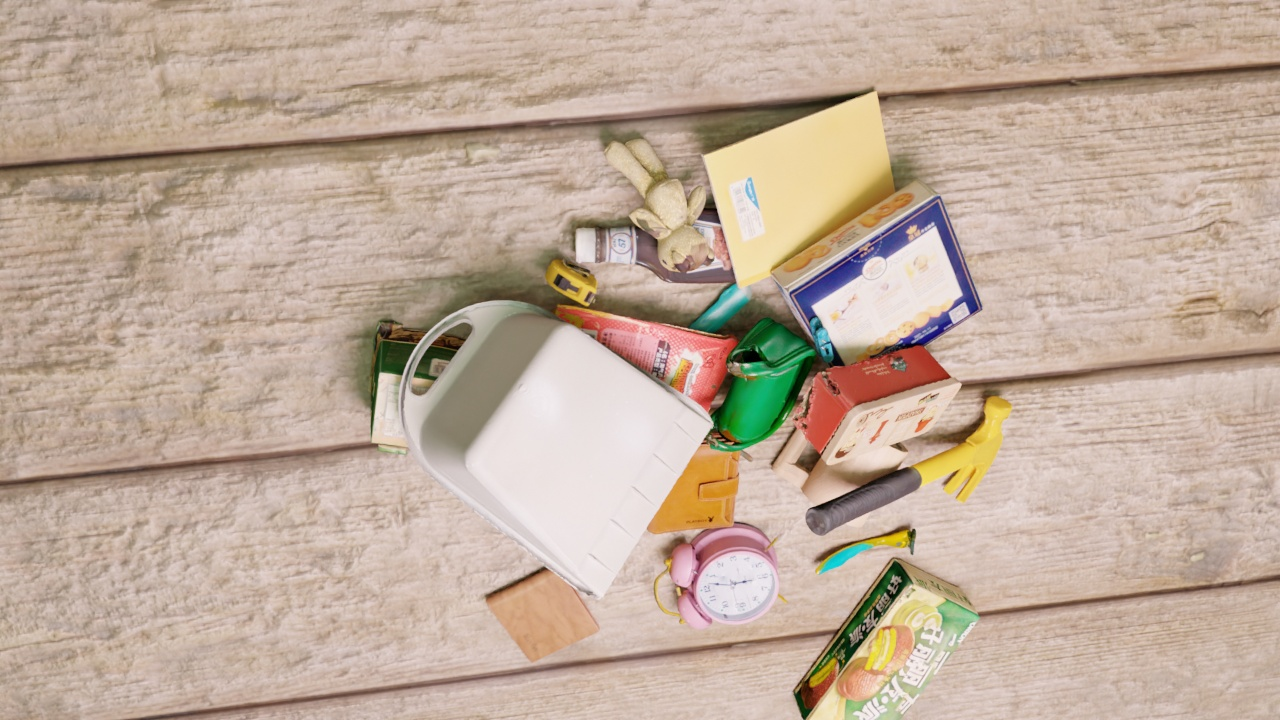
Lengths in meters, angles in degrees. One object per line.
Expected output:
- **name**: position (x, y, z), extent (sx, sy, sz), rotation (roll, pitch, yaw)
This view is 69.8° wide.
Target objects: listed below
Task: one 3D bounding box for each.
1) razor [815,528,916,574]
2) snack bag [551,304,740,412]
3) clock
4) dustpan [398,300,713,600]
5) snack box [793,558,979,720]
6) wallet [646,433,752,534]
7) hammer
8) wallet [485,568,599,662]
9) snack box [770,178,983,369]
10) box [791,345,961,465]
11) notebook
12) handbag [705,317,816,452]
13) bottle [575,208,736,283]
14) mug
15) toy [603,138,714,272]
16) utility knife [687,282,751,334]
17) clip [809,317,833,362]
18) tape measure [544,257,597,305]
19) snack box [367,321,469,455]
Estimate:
- **razor**: position (0.277, 0.238, 1.135), extent (0.132, 0.028, 0.043), rotation (-17, 142, -3)
- **snack bag**: position (-0.006, 0.006, 0.997), extent (0.207, 0.073, 0.129), rotation (13, 122, -13)
- **clock**: position (0.094, 0.265, 1.108), extent (0.158, 0.059, 0.117), rotation (-12, 110, 0)
- **dustpan**: position (-0.100, 0.064, 0.914), extent (0.257, 0.143, 0.222), rotation (44, 71, -30)
- **snack box**: position (0.310, 0.378, 1.171), extent (0.114, 0.063, 0.240), rotation (28, 104, -16)
- **wallet**: position (0.067, 0.143, 1.068), extent (0.119, 0.035, 0.131), rotation (-2, 123, -4)
- **hammer**: position (0.303, 0.133, 1.027), extent (0.300, 0.033, 0.129), rotation (-16, 126, -31)
- **wallet**: position (-0.117, 0.312, 1.124), extent (0.101, 0.020, 0.115), rotation (-27, 113, 5)
- **snack box**: position (0.257, -0.073, 0.983), extent (0.178, 0.045, 0.182), rotation (-33, 129, 6)
- **box**: position (0.248, 0.041, 0.988), extent (0.168, 0.080, 0.092), rotation (-12, 141, -31)
- **notebook**: position (0.173, -0.178, 0.952), extent (0.206, 0.010, 0.146), rotation (-24, 112, -15)
- **handbag**: position (0.121, 0.027, 0.981), extent (0.068, 0.119, 0.132), rotation (39, 131, 24)
- **bottle**: position (0.029, -0.121, 0.969), extent (0.195, 0.044, 0.080), rotation (0, 102, -5)
- **mug**: position (0.231, 0.117, 1.067), extent (0.124, 0.084, 0.104), rotation (32, 103, 11)
- **toy**: position (0.017, -0.156, 0.920), extent (0.066, 0.104, 0.157), rotation (-39, 78, 43)
- **utility knife**: position (0.067, -0.036, 1.021), extent (0.151, 0.013, 0.029), rotation (-42, 107, 11)
- **clip**: position (0.190, -0.019, 0.958), extent (0.014, 0.047, 0.057), rotation (-26, 135, 0)
- **tape measure**: position (-0.070, -0.086, 0.962), extent (0.057, 0.060, 0.029), rotation (27, 106, -9)
- **snack box**: position (-0.231, 0.034, 0.963), extent (0.118, 0.105, 0.118), rotation (8, 108, -11)
